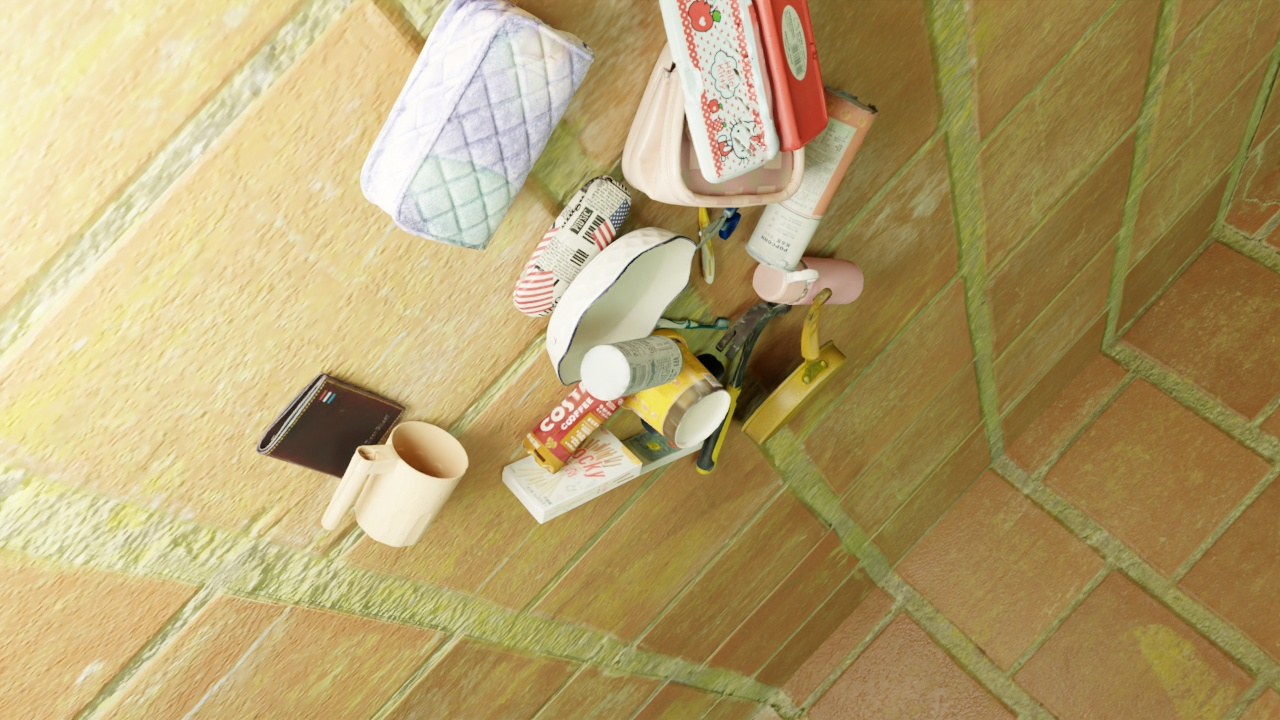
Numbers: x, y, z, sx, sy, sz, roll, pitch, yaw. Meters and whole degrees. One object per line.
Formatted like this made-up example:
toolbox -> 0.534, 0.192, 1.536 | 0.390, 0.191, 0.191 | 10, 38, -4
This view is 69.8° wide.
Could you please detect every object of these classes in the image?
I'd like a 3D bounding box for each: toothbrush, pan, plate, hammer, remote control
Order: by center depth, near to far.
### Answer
plate -> -0.024, -0.062, 0.983 | 0.204, 0.045, 0.205 | -42, 162, -17
toothbrush -> 0.078, -0.154, 1.065 | 0.016, 0.018, 0.192 | -34, 144, -18
toothbrush -> 0.058, -0.049, 1.166 | 0.191, 0.016, 0.018 | 0, 116, -51
remote control -> 0.055, 0.044, 1.228 | 0.136, 0.053, 0.024 | -45, 157, -2
remote control -> 0.023, 0.120, 1.275 | 0.134, 0.056, 0.019 | -18, 138, -38
hammer -> 0.130, 0.050, 1.341 | 0.125, 0.032, 0.324 | -29, 147, -39
pan -> 0.237, 0.006, 1.344 | 0.197, 0.078, 0.358 | -40, 167, -23

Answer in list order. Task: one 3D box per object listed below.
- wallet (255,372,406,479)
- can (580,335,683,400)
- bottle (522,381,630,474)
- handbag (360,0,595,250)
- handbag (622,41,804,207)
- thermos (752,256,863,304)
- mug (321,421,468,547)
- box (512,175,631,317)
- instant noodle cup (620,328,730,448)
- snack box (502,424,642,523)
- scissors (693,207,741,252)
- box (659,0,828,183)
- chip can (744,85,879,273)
wallet -> -0.291, 0.065, 0.873 | 0.096, 0.020, 0.122 | -48, 151, 2
can -> -0.006, 0.006, 1.000 | 0.058, 0.058, 0.146 | -59, 161, 19
bottle -> -0.064, 0.055, 1.095 | 0.175, 0.057, 0.057 | -47, 149, 0
handbag -> -0.128, -0.188, 0.728 | 0.194, 0.075, 0.134 | -55, 152, 16
handbag -> 0.089, -0.269, 0.902 | 0.192, 0.093, 0.234 | -10, 118, -41
thermos -> 0.237, -0.110, 1.247 | 0.198, 0.087, 0.067 | -2, 86, -50
mug -> -0.249, 0.128, 0.927 | 0.124, 0.084, 0.104 | 1, 130, -50
box -> -0.072, -0.114, 0.919 | 0.164, 0.052, 0.068 | -51, 163, 9
instant noodle cup -> 0.041, 0.039, 1.150 | 0.118, 0.114, 0.119 | -31, 145, -25
snack box -> -0.084, 0.138, 1.139 | 0.156, 0.085, 0.027 | -22, 139, -35
scissors -> 0.089, -0.148, 1.031 | 0.172, 0.012, 0.133 | -56, 168, -28
box -> 0.100, -0.278, 0.830 | 0.160, 0.058, 0.201 | -33, 121, -25
chip can -> 0.202, -0.214, 1.097 | 0.071, 0.071, 0.215 | -8, 131, -46
